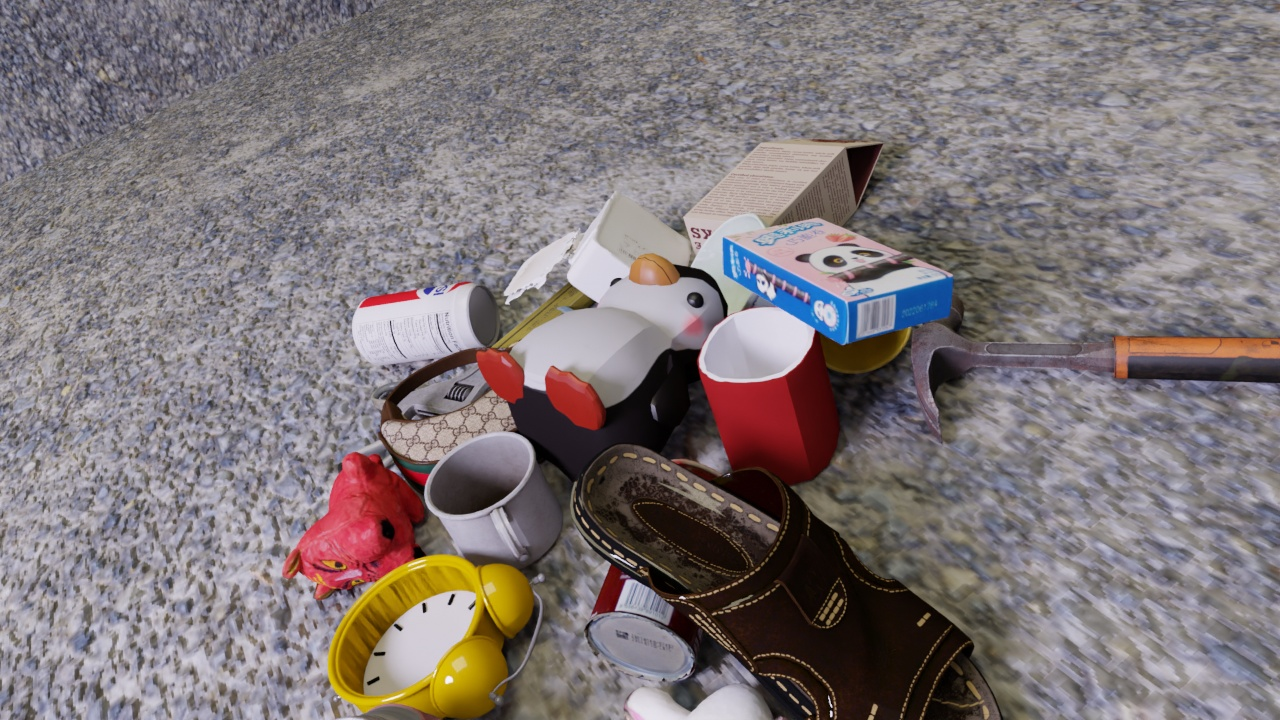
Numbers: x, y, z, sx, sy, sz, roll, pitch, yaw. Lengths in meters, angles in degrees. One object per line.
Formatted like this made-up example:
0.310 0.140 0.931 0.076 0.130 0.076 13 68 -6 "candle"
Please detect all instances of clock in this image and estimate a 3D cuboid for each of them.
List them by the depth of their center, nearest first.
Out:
-0.133 0.183 0.601 0.152 0.052 0.113 -10 37 23 "clock"

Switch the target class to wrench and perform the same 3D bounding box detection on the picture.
-0.121 -0.011 0.863 0.084 0.018 0.272 21 51 33 "wrench"

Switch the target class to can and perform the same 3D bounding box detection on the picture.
-0.212 -0.036 0.908 0.132 0.070 0.070 -7 38 20 "can"

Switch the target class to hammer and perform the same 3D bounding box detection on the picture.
0.337 0.006 0.603 0.315 0.035 0.137 2 41 28 "hammer"

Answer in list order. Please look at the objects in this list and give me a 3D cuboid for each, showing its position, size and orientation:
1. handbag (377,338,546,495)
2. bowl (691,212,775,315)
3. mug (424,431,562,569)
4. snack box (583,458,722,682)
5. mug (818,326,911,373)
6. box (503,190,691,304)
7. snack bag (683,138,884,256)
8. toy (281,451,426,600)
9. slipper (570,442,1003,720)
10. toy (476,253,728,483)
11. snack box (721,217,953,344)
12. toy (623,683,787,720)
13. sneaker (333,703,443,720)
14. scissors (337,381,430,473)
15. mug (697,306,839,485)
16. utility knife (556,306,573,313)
-0.135 0.036 0.767 0.166 0.063 0.138 -26 48 -12 "handbag"
0.090 -0.059 0.774 0.118 0.061 0.117 -41 37 41 "bowl"
-0.100 0.111 0.658 0.084 0.070 0.113 -27 36 -8 "mug"
0.016 0.129 0.575 0.072 0.072 0.121 -2 41 25 "snack box"
0.163 -0.055 0.740 0.078 0.078 0.121 -16 32 8 "mug"
-0.052 -0.082 0.862 0.132 0.151 0.107 -51 13 33 "box"
0.146 -0.161 0.888 0.094 0.070 0.205 15 49 39 "snack bag"
-0.226 0.119 0.709 0.094 0.088 0.132 -30 34 7 "toy"
0.076 0.121 0.489 0.268 0.076 0.112 34 51 21 "slipper"
-0.004 0.004 0.692 0.159 0.140 0.183 15 47 40 "toy"
0.132 -0.060 0.643 0.087 0.033 0.154 -14 28 -22 "snack box"
0.039 0.208 0.490 0.123 0.038 0.079 -2 27 25 "toy"
-0.195 0.265 0.510 0.236 0.089 0.099 -33 68 15 "sneaker"
-0.204 0.057 0.831 0.171 0.013 0.157 20 51 41 "scissors"
0.098 0.015 0.659 0.081 0.097 0.116 2 41 28 "mug"
-0.032 -0.022 0.834 0.022 0.015 0.141 -24 38 -32 "utility knife"
